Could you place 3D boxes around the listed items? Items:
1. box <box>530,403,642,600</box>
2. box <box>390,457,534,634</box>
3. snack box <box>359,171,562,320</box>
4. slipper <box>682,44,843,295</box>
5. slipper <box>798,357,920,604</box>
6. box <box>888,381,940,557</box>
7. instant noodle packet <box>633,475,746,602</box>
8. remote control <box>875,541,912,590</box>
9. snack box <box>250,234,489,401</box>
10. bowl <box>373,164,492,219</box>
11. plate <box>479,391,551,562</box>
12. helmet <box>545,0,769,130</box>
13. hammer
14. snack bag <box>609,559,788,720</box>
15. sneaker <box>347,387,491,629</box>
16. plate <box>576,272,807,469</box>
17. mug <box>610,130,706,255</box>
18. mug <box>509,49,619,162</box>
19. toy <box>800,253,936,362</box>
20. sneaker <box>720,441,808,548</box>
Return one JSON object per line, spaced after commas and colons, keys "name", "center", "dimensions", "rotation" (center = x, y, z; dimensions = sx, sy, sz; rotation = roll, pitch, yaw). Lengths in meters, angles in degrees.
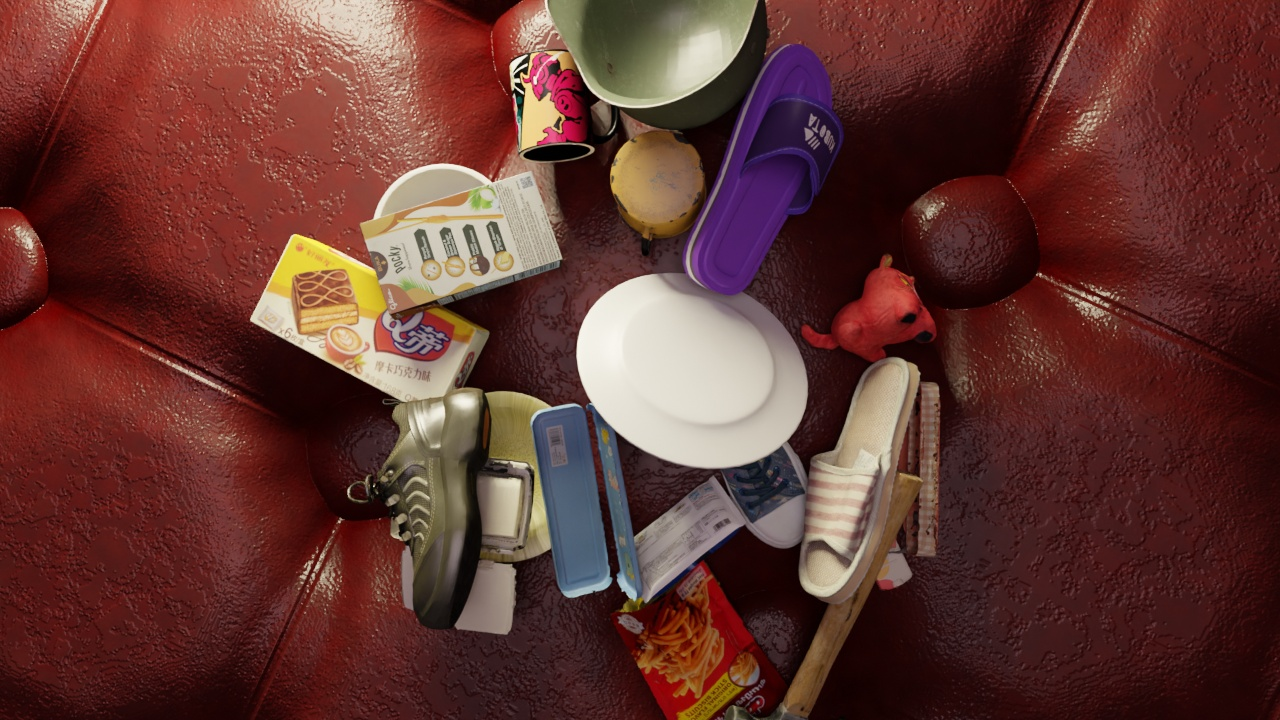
{"name": "box", "center": [-0.058, 0.151, 0.949], "dimensions": [0.072, 0.086, 0.209], "rotation": [-14, 100, -24]}
{"name": "box", "center": [-0.190, 0.189, 0.972], "dimensions": [0.144, 0.058, 0.187], "rotation": [7, 88, 5]}
{"name": "snack box", "center": [-0.187, -0.121, 0.966], "dimensions": [0.186, 0.032, 0.101], "rotation": [-19, 84, -7]}
{"name": "slipper", "center": [0.143, -0.189, 0.940], "dimensions": [0.107, 0.084, 0.266], "rotation": [26, 90, -36]}
{"name": "slipper", "center": [0.214, 0.112, 0.929], "dimensions": [0.052, 0.115, 0.262], "rotation": [27, 75, -19]}
{"name": "box", "center": [0.282, 0.112, 0.965], "dimensions": [0.071, 0.056, 0.187], "rotation": [0, 84, 21]}
{"name": "instant noodle packet", "center": [0.043, 0.188, 0.979], "dimensions": [0.134, 0.087, 0.026], "rotation": [-39, 123, 3]}
{"name": "remote control", "center": [0.252, 0.189, 0.993], "dimensions": [0.038, 0.018, 0.125], "rotation": [-26, 90, 0]}
{"name": "snack box", "center": [-0.294, -0.038, 1.007], "dimensions": [0.230, 0.061, 0.110], "rotation": [27, 91, 3]}
{"name": "bowl", "center": [-0.214, -0.137, 1.006], "dimensions": [0.149, 0.043, 0.149], "rotation": [1, 82, -5]}
{"name": "plate", "center": [-0.147, 0.126, 1.010], "dimensions": [0.184, 0.036, 0.184], "rotation": [0, 91, 4]}
{"name": "helmet", "center": [0.038, -0.331, 0.924], "dimensions": [0.227, 0.154, 0.267], "rotation": [-6, 61, 20]}
{"name": "hammer", "center": [0.209, 0.265, 0.952], "dimensions": [0.132, 0.033, 0.331], "rotation": [21, 101, -10]}
{"name": "snack bag", "center": [0.068, 0.330, 1.000], "dimensions": [0.139, 0.066, 0.208], "rotation": [-30, 98, -2]}
{"name": "sneaker", "center": [-0.230, 0.139, 0.903], "dimensions": [0.143, 0.101, 0.237], "rotation": [3, 74, 0]}
{"name": "plate", "center": [0.056, 0.000, 0.931], "dimensions": [0.242, 0.016, 0.242], "rotation": [7, 53, -10]}
{"name": "mug", "center": [0.017, -0.173, 0.969], "dimensions": [0.100, 0.094, 0.123], "rotation": [13, 91, 4]}
{"name": "mug", "center": [-0.078, -0.272, 0.989], "dimensions": [0.117, 0.082, 0.098], "rotation": [-6, 90, -24]}
{"name": "toy", "center": [0.239, -0.051, 0.981], "dimensions": [0.133, 0.088, 0.094], "rotation": [-17, 55, 22]}
{"name": "sneaker", "center": [0.113, 0.093, 0.971], "dimensions": [0.087, 0.079, 0.235], "rotation": [-30, 88, 4]}
